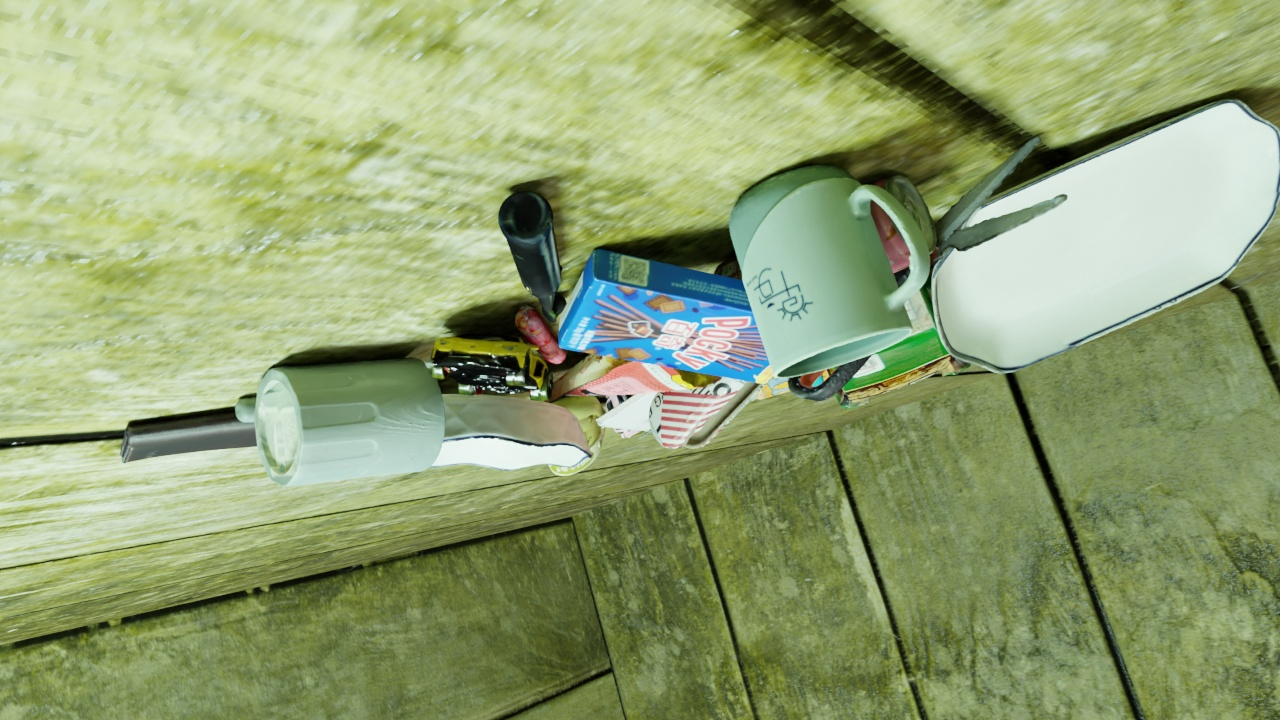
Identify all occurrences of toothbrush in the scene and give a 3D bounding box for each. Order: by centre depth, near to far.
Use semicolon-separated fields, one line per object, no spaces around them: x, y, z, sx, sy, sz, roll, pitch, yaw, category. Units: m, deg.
-0.057;-0.051;0.537;0.027;0.026;0.213;-48;175;-8;toothbrush

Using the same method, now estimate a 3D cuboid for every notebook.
0.068;0.014;0.938;0.209;0.012;0.150;-34;164;14;notebook

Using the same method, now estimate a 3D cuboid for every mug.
0.110;-0.057;0.528;0.082;0.106;0.112;-6;165;-41;mug
-0.215;0.040;0.648;0.103;0.084;0.124;-4;-172;-44;mug

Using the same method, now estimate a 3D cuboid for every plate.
0.334;-0.090;0.672;0.266;0.034;0.162;-25;127;4;plate
-0.145;0.066;0.816;0.205;0.045;0.205;0;167;0;plate

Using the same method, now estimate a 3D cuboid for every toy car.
-0.105;0.003;0.660;0.071;0.041;0.156;4;172;4;toy car
-0.020;0.059;1.053;0.037;0.056;0.122;-23;169;-3;toy car

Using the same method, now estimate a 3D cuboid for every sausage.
-0.075;-0.017;0.691;0.020;0.020;0.156;-16;169;1;sausage

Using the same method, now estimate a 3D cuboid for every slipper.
-0.077;0.087;1.048;0.092;0.081;0.190;-20;171;6;slipper

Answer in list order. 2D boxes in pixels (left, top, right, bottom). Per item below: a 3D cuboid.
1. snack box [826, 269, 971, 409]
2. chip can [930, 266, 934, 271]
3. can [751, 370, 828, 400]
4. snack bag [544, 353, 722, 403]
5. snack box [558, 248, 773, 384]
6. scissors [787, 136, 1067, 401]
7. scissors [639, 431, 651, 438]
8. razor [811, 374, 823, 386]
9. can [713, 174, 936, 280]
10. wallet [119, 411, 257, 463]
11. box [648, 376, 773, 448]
0.192;-0.035;0.747;0.118;0.117;0.105;-23;163;17;snack box
0.290;-0.070;0.817;0.072;0.072;0.237;-8;167;-35;chip can
0.189;0.000;1.050;0.146;0.058;0.058;-17;169;1;can
-0.005;0.005;0.798;0.128;0.073;0.208;-19;178;-30;snack bag
0.032;-0.025;0.606;0.157;0.026;0.085;10;149;-16;snack box
0.170;-0.066;0.626;0.221;0.021;0.224;-55;-156;-1;scissors
0.071;0.043;1.092;0.172;0.014;0.159;-30;-179;6;scissors
0.138;-0.007;0.785;0.043;0.028;0.132;-22;143;11;razor
0.119;-0.067;0.618;0.148;0.058;0.057;-25;166;38;can
-0.327;0.057;0.702;0.122;0.020;0.097;-6;165;-34;wallet
0.077;0.015;0.843;0.079;0.074;0.164;11;126;-46;box
